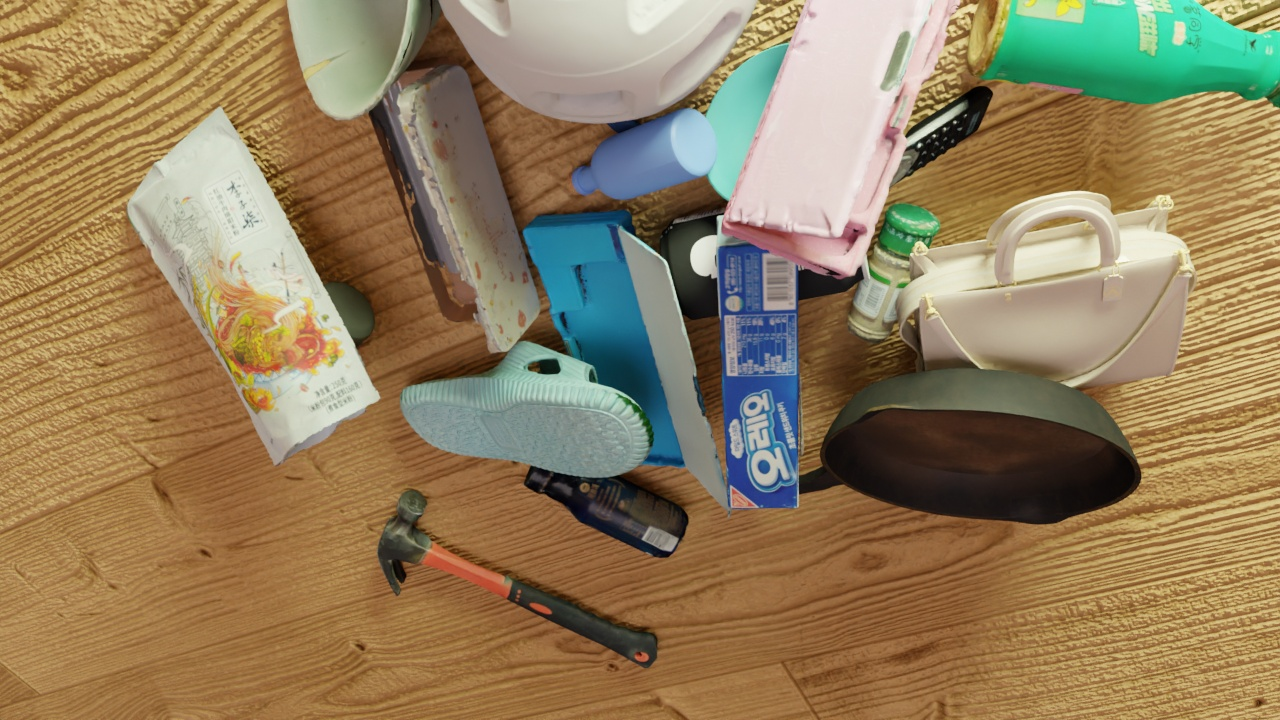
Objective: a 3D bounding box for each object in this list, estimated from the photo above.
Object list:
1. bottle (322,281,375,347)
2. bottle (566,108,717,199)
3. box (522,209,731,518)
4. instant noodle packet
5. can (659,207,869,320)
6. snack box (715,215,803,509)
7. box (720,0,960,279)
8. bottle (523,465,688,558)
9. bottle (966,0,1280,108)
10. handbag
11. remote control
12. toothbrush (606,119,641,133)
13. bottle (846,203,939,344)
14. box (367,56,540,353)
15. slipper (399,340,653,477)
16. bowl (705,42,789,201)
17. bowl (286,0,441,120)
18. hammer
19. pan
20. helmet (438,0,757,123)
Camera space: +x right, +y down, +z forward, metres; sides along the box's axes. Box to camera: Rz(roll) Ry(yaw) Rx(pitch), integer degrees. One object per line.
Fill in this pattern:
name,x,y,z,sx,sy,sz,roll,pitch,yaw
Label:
bottle,-0.290,-0.021,0.817,0.109,0.060,0.060,-33,113,27
bottle,-0.007,-0.144,0.674,0.131,0.047,0.048,-7,127,46
box,0.006,-0.003,0.756,0.174,0.063,0.244,19,136,43
instant noodle packet,-0.327,-0.054,0.759,0.147,0.057,0.269,-31,89,23
can,0.094,-0.081,0.696,0.146,0.080,0.080,-10,122,16
snack box,0.087,0.006,0.669,0.059,0.059,0.227,-3,121,7
box,0.133,-0.173,0.544,0.099,0.099,0.232,23,86,-6
bottle,-0.033,0.136,0.883,0.160,0.056,0.056,27,124,-9
bottle,0.322,-0.198,0.583,0.210,0.068,0.068,10,125,3
handbag,0.279,-0.051,0.641,0.195,0.101,0.198,-10,149,16
remote control,0.178,-0.140,0.630,0.140,0.021,0.045,-34,159,-8
toothbrush,0.027,-0.156,0.695,0.132,0.016,0.021,26,151,-8
bottle,0.194,-0.065,0.713,0.042,0.042,0.110,13,126,0
box,-0.151,-0.120,0.719,0.108,0.094,0.216,11,130,34
slipper,-0.100,0.043,0.814,0.277,0.069,0.116,1,131,33
bowl,0.106,-0.157,0.648,0.121,0.121,0.046,-28,156,25
bowl,-0.176,-0.250,0.631,0.174,0.067,0.174,12,106,45
hammer,-0.128,0.257,1.000,0.333,0.033,0.133,27,123,-9
pan,0.213,0.079,0.756,0.248,0.043,0.357,30,149,-34
helmet,-0.028,-0.292,0.564,0.224,0.183,0.282,5,105,1
